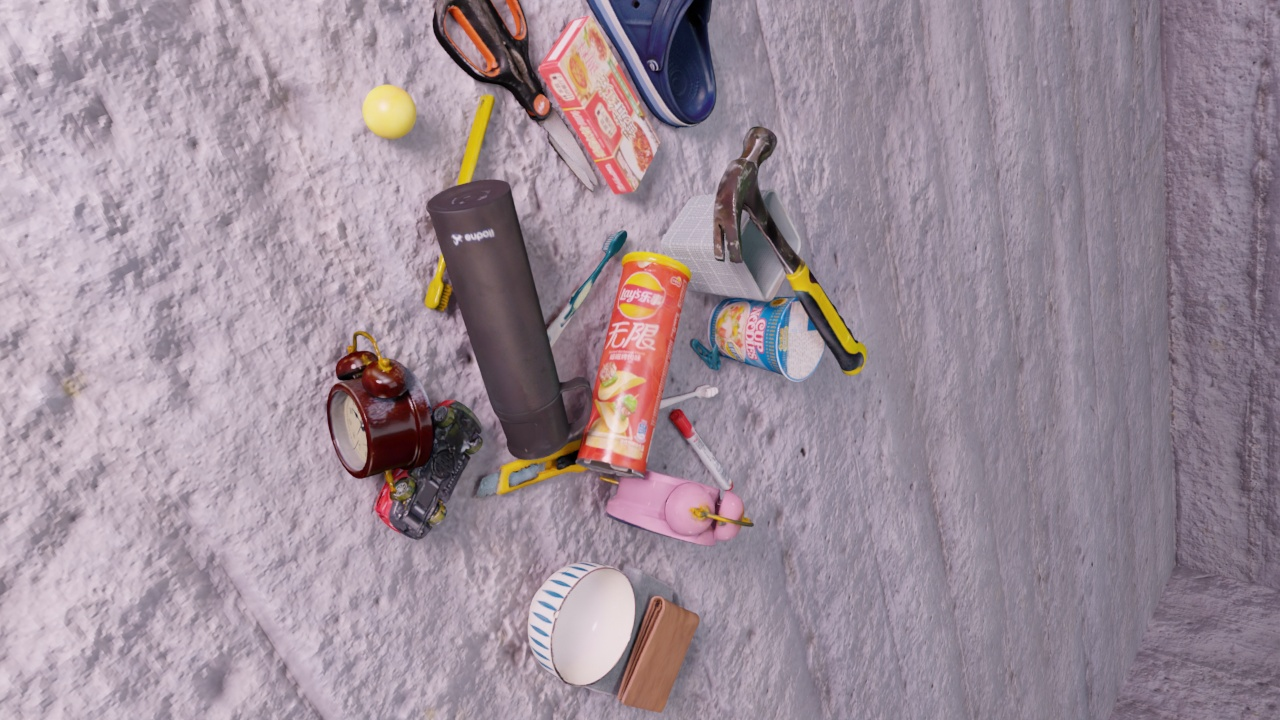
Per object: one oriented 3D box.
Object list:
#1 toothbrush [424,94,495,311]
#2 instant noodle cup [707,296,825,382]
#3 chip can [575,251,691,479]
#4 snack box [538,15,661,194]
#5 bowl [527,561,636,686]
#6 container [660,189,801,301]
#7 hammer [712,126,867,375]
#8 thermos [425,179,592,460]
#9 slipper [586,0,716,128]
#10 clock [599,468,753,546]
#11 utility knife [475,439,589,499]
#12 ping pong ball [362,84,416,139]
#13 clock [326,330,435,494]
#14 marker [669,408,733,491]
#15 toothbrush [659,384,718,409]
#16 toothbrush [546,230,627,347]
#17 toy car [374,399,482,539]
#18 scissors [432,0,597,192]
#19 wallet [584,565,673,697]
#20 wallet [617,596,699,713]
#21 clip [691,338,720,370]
[{"bbox_3d":[-0.151,-0.134,0.779,0.016,0.016,0.190,20,81,-52],"label":"toothbrush"},{"bbox_3d":[0.139,-0.031,1.041,0.099,0.110,0.099,-10,104,-46],"label":"instant noodle cup"},{"bbox_3d":[-0.005,0.005,0.906,0.073,0.073,0.216,25,73,-47],"label":"chip can"},{"bbox_3d":[-0.035,-0.239,0.869,0.153,0.025,0.075,55,48,-40],"label":"snack box"},{"bbox_3d":[-0.066,0.251,0.896,0.116,0.066,0.116,-11,105,-47],"label":"bowl"},{"bbox_3d":[0.093,-0.122,0.975,0.090,0.112,0.090,-57,132,-25],"label":"container"},{"bbox_3d":[0.165,-0.082,0.952,0.323,0.032,0.126,48,62,-42],"label":"hammer"},{"bbox_3d":[-0.104,-0.032,0.786,0.090,0.068,0.243,-17,121,-7],"label":"thermos"},{"bbox_3d":[0.021,-0.337,0.878,0.104,0.095,0.253,-52,134,-32],"label":"slipper"},{"bbox_3d":[0.041,0.149,0.928,0.117,0.159,0.059,22,83,-48],"label":"clock"},{"bbox_3d":[-0.088,0.103,0.885,0.176,0.015,0.033,-15,104,-45],"label":"utility knife"},{"bbox_3d":[-0.193,-0.191,0.704,0.040,0.040,0.040,-10,103,-46],"label":"ping pong ball"},{"bbox_3d":[-0.201,0.036,0.703,0.055,0.082,0.122,-15,109,-39],"label":"clock"},{"bbox_3d":[0.073,0.106,1.061,0.017,0.017,0.145,-57,133,-25],"label":"marker"},{"bbox_3d":[0.024,0.049,0.998,0.179,0.016,0.016,-13,103,-46],"label":"toothbrush"},{"bbox_3d":[-0.066,-0.056,0.886,0.191,0.018,0.016,-57,133,-22],"label":"toothbrush"},{"bbox_3d":[-0.177,0.088,0.764,0.053,0.045,0.120,54,52,-40],"label":"toy car"},{"bbox_3d":[-0.089,-0.250,0.821,0.234,0.022,0.139,27,76,-46],"label":"scissors"},{"bbox_3d":[-0.013,0.293,0.982,0.106,0.037,0.129,45,62,-53],"label":"wallet"},{"bbox_3d":[0.021,0.319,0.989,0.101,0.020,0.115,44,65,-53],"label":"wallet"},{"bbox_3d":[0.080,-0.005,1.046,0.013,0.034,0.055,-60,150,-21],"label":"clip"}]
